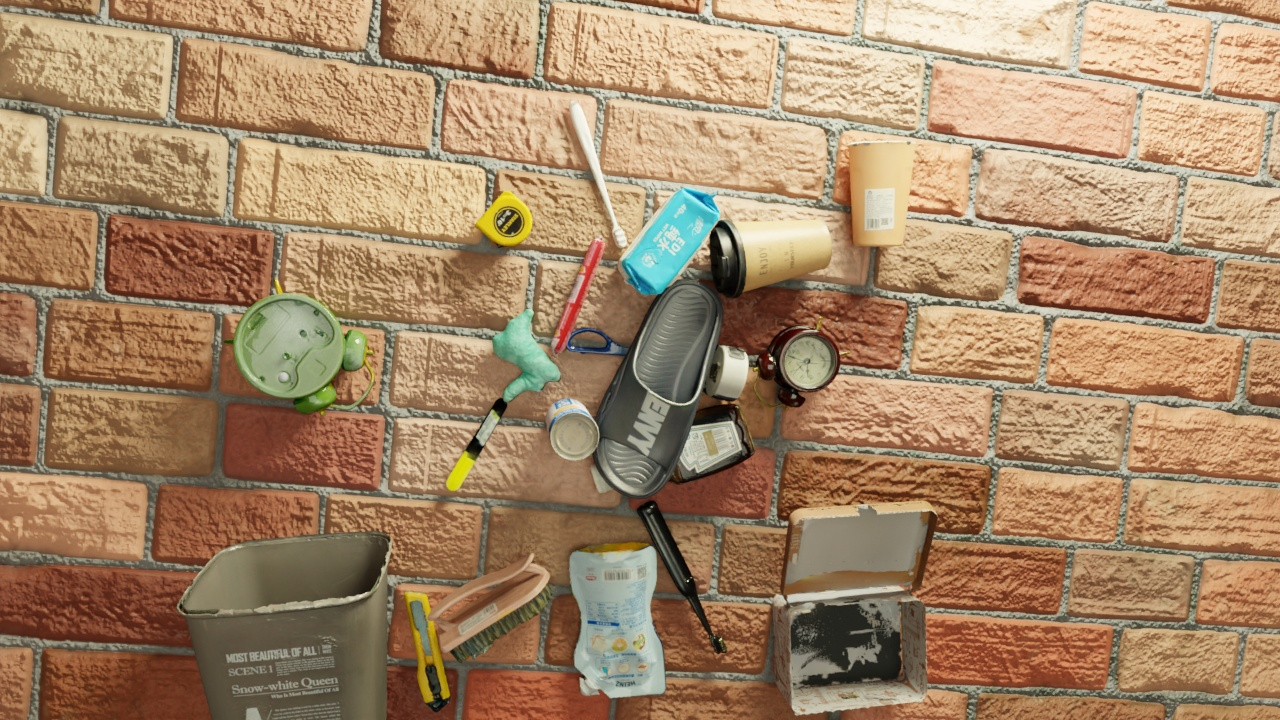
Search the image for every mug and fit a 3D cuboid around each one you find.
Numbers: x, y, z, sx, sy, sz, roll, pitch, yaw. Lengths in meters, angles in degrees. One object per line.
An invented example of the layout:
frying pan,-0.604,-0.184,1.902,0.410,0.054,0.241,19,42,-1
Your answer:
mug,0.288,-0.199,1.103,0.078,0.078,0.123,-2,98,-8

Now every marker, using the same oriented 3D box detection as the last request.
marker,-0.194,0.099,1.087,0.018,0.015,0.124,31,86,-10

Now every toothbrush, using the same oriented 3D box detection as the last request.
toothbrush,0.054,0.270,1.126,0.026,0.027,0.212,-34,100,-43
toothbrush,-0.050,-0.219,1.082,0.016,0.016,0.180,-20,96,-8

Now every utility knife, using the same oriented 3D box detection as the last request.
utility knife,-0.256,0.347,1.095,0.033,0.015,0.154,-13,96,-10

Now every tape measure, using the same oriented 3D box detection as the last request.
tape measure,-0.155,-0.161,1.065,0.057,0.029,0.060,41,88,-8
tape measure,0.102,0.015,1.094,0.033,0.066,0.066,12,93,-12

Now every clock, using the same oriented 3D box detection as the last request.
clock,-0.376,-0.007,1.032,0.161,0.056,0.116,39,89,-9
clock,0.189,0.007,1.112,0.122,0.055,0.082,-40,98,-2

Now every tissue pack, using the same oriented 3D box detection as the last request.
tissue pack,0.033,-0.136,1.062,0.063,0.090,0.140,38,88,-9

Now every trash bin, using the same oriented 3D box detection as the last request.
trash bin,-0.368,0.323,0.996,0.199,0.198,0.220,-3,100,-8

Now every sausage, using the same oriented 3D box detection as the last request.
sausage,-0.074,-0.076,1.084,0.020,0.020,0.156,22,87,-9

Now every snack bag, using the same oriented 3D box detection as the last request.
snack bag,-0.028,0.318,1.114,0.110,0.039,0.191,-5,96,-13

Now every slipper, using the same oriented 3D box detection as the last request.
slipper,0.019,0.025,1.053,0.111,0.083,0.268,21,83,5

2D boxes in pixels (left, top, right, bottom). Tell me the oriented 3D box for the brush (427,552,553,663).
brush,-0.173,0.286,1.078,0.145,0.063,0.073,-31,108,-5

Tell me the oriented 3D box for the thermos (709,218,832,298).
thermos,0.148,-0.127,1.083,0.143,0.093,0.093,-10,95,-14

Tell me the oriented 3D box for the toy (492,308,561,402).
toy,-0.138,0.001,1.079,0.096,0.030,0.092,-42,96,-1

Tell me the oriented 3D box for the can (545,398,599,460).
can,-0.079,0.076,1.039,0.053,0.134,0.053,-1,95,-8

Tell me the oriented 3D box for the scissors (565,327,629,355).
scissors,-0.010,0.003,1.106,0.176,0.012,0.162,15,90,-10

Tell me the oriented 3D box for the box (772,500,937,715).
box,0.258,0.292,1.115,0.178,0.106,0.272,-3,106,-8

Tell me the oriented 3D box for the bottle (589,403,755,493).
bottle,0.036,0.113,1.104,0.195,0.044,0.080,-18,89,-5
